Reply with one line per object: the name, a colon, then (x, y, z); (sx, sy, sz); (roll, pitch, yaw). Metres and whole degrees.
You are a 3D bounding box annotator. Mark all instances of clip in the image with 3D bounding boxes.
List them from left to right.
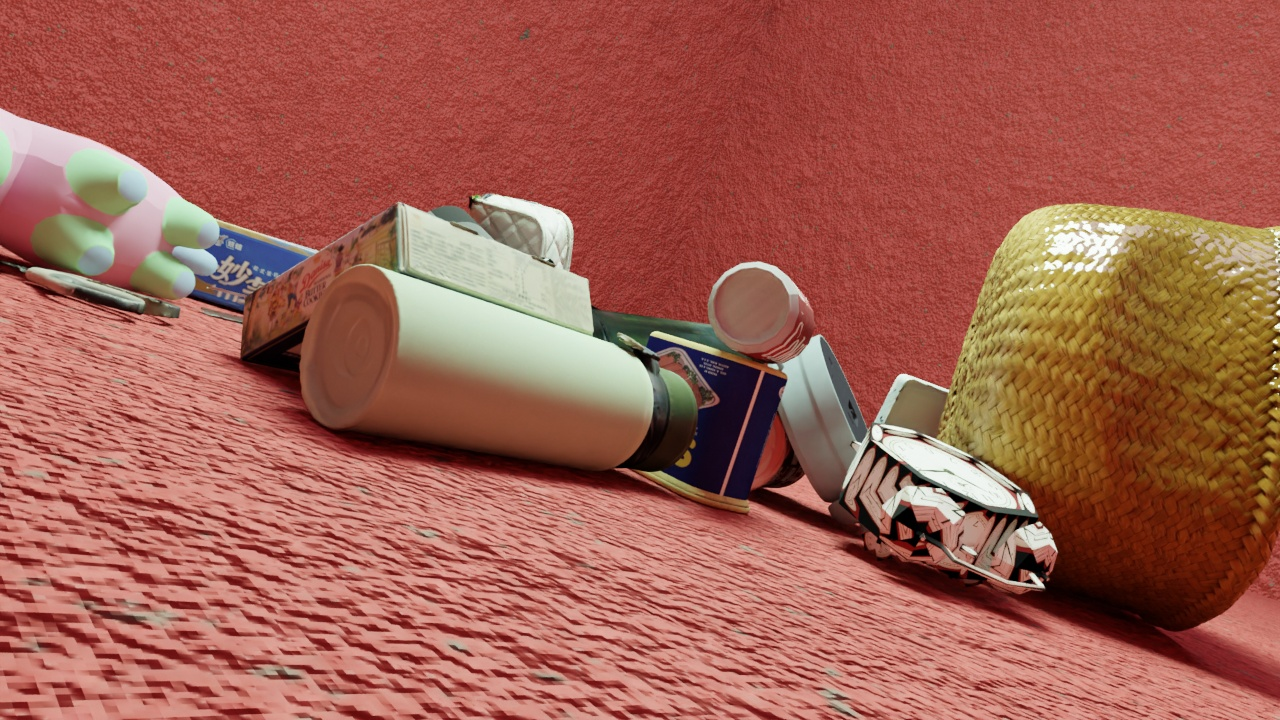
clip: (-0.276, -0.040, 0.710); (0.059, 0.050, 0.101); (5, -5, 29)

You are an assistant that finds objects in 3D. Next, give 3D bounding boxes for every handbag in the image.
handbag: (-0.144, -0.084, 1.040); (0.139, 0.195, 0.072); (20, 20, 33)

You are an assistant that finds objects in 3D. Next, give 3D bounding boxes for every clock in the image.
clock: (0.144, 0.057, 0.689); (0.045, 0.159, 0.122); (-22, 3, 16)
clock: (0.184, 0.101, 0.560); (0.114, 0.065, 0.154); (19, 16, -12)

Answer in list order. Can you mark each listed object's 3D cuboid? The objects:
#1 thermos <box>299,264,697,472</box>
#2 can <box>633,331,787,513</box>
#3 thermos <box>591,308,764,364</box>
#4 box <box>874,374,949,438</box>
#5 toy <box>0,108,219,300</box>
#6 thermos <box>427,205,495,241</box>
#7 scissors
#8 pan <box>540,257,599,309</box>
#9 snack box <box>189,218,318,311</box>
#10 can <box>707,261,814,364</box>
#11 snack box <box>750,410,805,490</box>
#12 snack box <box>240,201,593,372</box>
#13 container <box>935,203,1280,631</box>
thermos: (-0.057, 0.013, 0.491); (0.082, 0.082, 0.231); (19, 1, 41)
can: (0.037, 0.037, 0.611); (0.056, 0.092, 0.116); (18, 1, -37)
thermos: (-0.004, 0.004, 0.704); (0.220, 0.098, 0.098); (3, 11, -39)
box: (0.307, 0.102, 0.883); (0.197, 0.134, 0.041); (18, 9, -16)
toy: (-0.391, -0.109, 0.603); (0.171, 0.120, 0.222); (22, -6, 15)
thermos: (-0.149, -0.065, 0.923); (0.082, 0.082, 0.240); (17, 22, -52)
scissors: (-0.358, -0.050, 0.559); (0.171, 0.012, 0.121); (14, -2, 34)
pan: (0.013, -0.011, 0.952); (0.209, 0.067, 0.356); (11, -27, 44)
snack box: (-0.295, -0.064, 0.844); (0.202, 0.069, 0.155); (18, 0, -15)
can: (0.077, -0.027, 0.570); (0.054, 0.054, 0.096); (19, 1, 18)
snack box: (0.092, 0.066, 0.718); (0.072, 0.072, 0.121); (19, 0, 23)
snack box: (-0.127, -0.025, 0.531); (0.145, 0.042, 0.144); (-20, -23, 33)
container: (0.345, 0.036, 0.711); (0.197, 0.307, 0.306); (15, 0, 17)
